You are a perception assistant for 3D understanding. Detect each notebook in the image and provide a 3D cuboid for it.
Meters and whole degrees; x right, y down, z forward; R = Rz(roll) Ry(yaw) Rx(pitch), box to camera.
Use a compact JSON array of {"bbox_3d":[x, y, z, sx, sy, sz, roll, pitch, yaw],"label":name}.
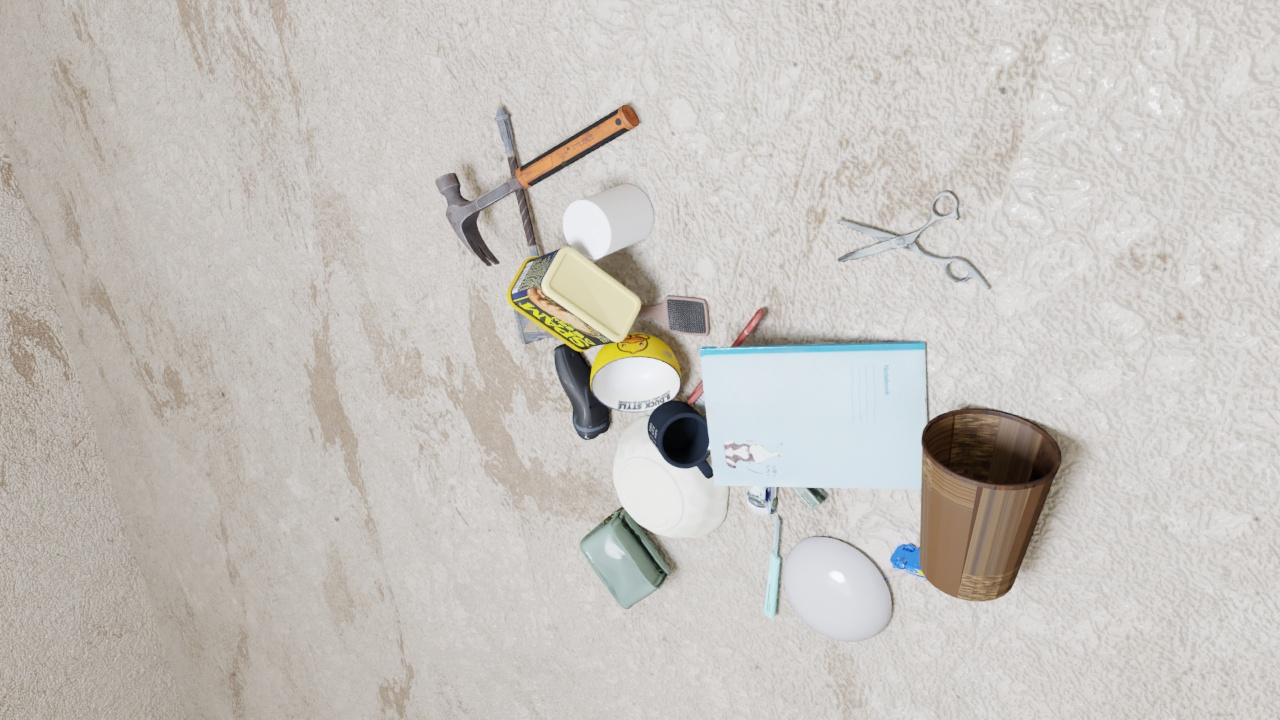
[{"bbox_3d":[0.199,0.066,1.060,0.254,0.009,0.181,-2,109,19],"label":"notebook"}]

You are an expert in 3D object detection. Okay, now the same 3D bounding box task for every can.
[{"bbox_3d":[-0.082,-0.075,1.143,0.135,0.075,0.104,35,160,-24],"label":"can"}]

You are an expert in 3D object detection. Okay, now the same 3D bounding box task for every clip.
[{"bbox_3d":[0.197,0.152,1.143,0.076,0.042,0.023,46,130,11],"label":"clip"}]

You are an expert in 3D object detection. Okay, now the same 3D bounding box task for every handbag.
[{"bbox_3d":[-0.018,0.280,1.324,0.067,0.106,0.122,-38,86,19],"label":"handbag"}]

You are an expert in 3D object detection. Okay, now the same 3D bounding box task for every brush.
[{"bbox_3d":[0.027,-0.059,1.184,0.136,0.015,0.050,8,115,35],"label":"brush"},{"bbox_3d":[0.113,0.002,1.136,0.030,0.040,0.173,34,128,-1],"label":"brush"}]

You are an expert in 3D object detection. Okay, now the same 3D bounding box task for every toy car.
[{"bbox_3d":[0.155,0.163,1.182,0.039,0.027,0.090,14,119,31],"label":"toy car"},{"bbox_3d":[0.329,0.254,1.092,0.092,0.033,0.062,13,134,38],"label":"toy car"}]

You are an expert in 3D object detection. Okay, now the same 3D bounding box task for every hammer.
[{"bbox_3d":[-0.154,-0.182,1.254,0.099,0.044,0.322,-1,108,38],"label":"hammer"},{"bbox_3d":[-0.129,-0.232,1.178,0.315,0.034,0.138,-22,93,33],"label":"hammer"}]

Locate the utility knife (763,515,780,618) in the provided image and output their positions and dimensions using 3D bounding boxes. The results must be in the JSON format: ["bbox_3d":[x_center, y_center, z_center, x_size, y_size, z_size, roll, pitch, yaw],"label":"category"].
[{"bbox_3d":[0.180,0.277,1.228,0.022,0.015,0.166,-135,41,-56],"label":"utility knife"}]

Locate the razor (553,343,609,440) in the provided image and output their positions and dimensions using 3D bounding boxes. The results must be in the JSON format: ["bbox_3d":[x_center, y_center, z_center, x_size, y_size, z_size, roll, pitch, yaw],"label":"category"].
[{"bbox_3d":[-0.088,0.043,1.302,0.064,0.052,0.140,-16,98,49],"label":"razor"}]

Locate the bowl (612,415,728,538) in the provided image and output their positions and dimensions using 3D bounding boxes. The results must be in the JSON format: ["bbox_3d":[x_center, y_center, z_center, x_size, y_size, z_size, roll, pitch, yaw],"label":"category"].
[{"bbox_3d":[0.028,0.173,1.266,0.188,0.060,0.220,50,132,7],"label":"bowl"}]

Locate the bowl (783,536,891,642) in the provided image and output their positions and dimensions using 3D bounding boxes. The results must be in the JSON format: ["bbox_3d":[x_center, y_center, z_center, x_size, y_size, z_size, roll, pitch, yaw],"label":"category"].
[{"bbox_3d":[0.240,0.300,1.167,0.150,0.043,0.150,19,123,33],"label":"bowl"}]

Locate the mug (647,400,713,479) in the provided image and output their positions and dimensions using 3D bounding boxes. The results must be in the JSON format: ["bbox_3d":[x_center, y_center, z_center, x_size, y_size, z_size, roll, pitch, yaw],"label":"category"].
[{"bbox_3d":[0.059,0.106,1.168,0.105,0.071,0.077,54,178,-13],"label":"mug"}]

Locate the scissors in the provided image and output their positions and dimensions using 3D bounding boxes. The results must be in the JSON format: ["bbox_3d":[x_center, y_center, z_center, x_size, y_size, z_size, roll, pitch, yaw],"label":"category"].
[{"bbox_3d":[0.283,-0.113,0.958,0.158,0.014,0.142,52,130,5],"label":"scissors"}]

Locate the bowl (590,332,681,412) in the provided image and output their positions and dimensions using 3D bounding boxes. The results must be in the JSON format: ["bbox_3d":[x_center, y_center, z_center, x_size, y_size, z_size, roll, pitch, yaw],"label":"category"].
[{"bbox_3d":[-0.007,0.007,1.194,0.117,0.067,0.117,-2,140,-2],"label":"bowl"}]

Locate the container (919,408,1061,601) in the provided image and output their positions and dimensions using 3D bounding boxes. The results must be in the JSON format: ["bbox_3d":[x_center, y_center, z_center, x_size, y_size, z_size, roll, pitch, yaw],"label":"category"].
[{"bbox_3d":[0.354,0.156,0.962,0.132,0.131,0.167,18,127,31],"label":"container"}]

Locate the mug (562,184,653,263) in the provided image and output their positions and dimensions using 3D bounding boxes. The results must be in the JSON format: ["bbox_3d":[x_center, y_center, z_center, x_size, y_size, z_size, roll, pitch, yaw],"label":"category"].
[{"bbox_3d":[-0.047,-0.160,1.142,0.074,0.090,0.111,45,131,13],"label":"mug"}]
